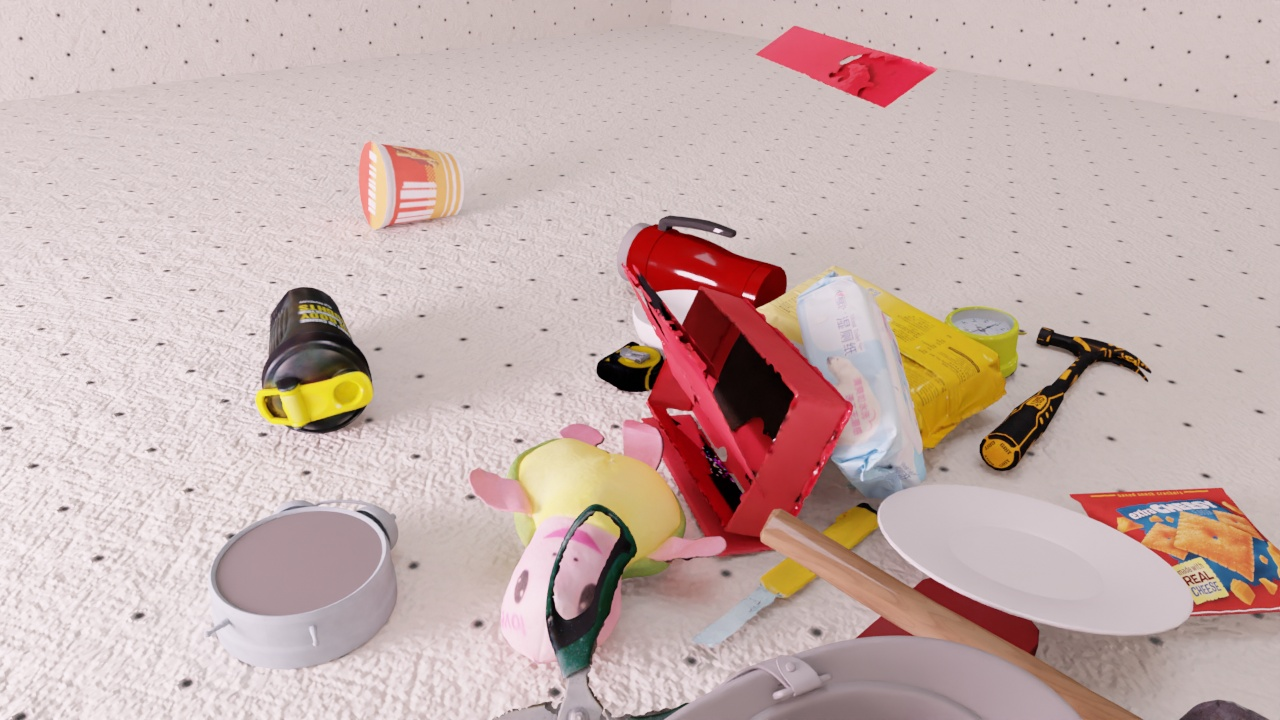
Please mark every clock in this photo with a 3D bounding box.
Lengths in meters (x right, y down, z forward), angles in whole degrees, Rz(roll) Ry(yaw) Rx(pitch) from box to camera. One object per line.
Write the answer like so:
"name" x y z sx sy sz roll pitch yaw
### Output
"clock" -0.234 0.148 0.652 0.122 0.045 0.159 4 29 3
"clock" 0.351 -0.014 0.979 0.119 0.057 0.083 -19 34 -22

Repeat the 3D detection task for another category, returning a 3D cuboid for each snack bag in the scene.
"snack bag" 0.227 -0.008 0.905 0.159 0.068 0.247 -25 46 -34
"snack bag" 0.424 0.144 0.698 0.131 0.039 0.144 -2 27 -4

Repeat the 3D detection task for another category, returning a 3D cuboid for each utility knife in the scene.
"utility knife" 0.115 0.155 0.684 0.030 0.019 0.224 19 27 40

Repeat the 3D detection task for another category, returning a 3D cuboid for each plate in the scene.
"plate" 0.273 0.140 0.652 0.208 0.015 0.208 7 16 -2

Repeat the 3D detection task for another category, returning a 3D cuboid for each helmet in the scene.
"helmet" 0.084 0.241 0.427 0.270 0.118 0.183 -14 62 -16

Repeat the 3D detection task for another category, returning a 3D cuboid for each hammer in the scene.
"hammer" 0.416 0.035 0.916 0.123 0.036 0.319 22 32 33
"hammer" 0.216 0.178 0.527 0.328 0.052 0.097 28 35 14

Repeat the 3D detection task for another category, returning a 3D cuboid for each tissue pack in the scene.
"tissue pack" 0.187 0.028 0.763 0.070 0.112 0.181 -19 59 19

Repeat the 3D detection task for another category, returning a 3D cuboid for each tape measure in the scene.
"tape measure" -0.006 0.006 0.945 0.061 0.034 0.061 20 34 28

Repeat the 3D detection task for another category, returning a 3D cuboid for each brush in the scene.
"brush" 0.177 0.201 0.574 0.173 0.042 0.082 -23 37 -39

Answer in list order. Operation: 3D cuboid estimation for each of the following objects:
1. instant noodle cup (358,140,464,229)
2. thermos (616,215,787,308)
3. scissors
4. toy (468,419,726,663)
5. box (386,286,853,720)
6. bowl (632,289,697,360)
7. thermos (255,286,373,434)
"instant noodle cup" -0.336 -0.259 1.353 0.120 0.124 0.123 -8 28 -33
"thermos" 0.072 -0.115 1.100 0.199 0.108 0.083 23 33 31
"scissors" 0.004 0.193 0.546 0.204 0.015 0.201 19 58 -2
"toy" -0.035 0.117 0.676 0.190 0.088 0.237 18 32 -3
"box" -0.046 0.145 0.784 0.478 0.171 0.214 -33 33 1
"bowl" 0.048 -0.032 1.001 0.114 0.051 0.114 1 28 -1
"thermos" -0.321 -0.005 0.894 0.098 0.098 0.221 -10 26 -20
